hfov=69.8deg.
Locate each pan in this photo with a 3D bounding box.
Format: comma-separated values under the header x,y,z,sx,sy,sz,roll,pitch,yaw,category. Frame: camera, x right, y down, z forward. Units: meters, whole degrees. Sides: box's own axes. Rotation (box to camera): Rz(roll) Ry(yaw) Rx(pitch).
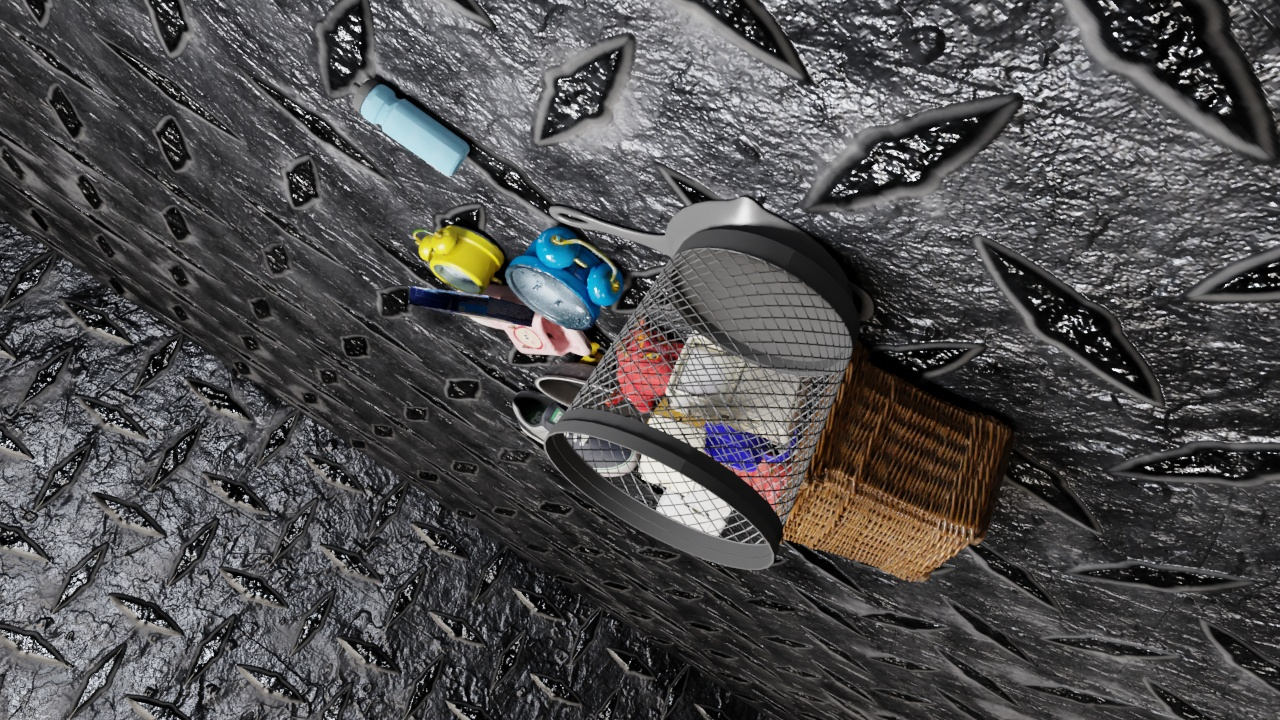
x,y,z,sx,sy,sz,roll,pitch,yaw,category
0.054,-0.097,0.901,0.355,0.024,0.217,21,156,23,pan
0.021,0.086,1.291,0.356,0.055,0.188,21,164,-11,pan

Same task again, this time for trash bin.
x,y,z,sx,sy,sz,roll,pitch,yaw,category
0.065,0.031,0.820,0.218,0.226,0.218,25,157,11,trash bin

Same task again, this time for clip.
x,y,z,sx,sy,sz,roll,pitch,yaw,category
-0.061,0.001,1.243,0.049,0.044,0.054,56,155,2,clip

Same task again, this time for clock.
x,y,z,sx,sy,sz,roll,pitch,yaw,category
-0.225,-0.130,1.128,0.118,0.057,0.083,35,159,-27,clock
-0.082,-0.093,1.032,0.117,0.060,0.162,39,155,-18,clock

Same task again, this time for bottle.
x,y,z,sx,sy,sz,roll,pitch,yaw,category
-0.238,-0.241,0.937,0.130,0.040,0.040,35,157,-10,bottle

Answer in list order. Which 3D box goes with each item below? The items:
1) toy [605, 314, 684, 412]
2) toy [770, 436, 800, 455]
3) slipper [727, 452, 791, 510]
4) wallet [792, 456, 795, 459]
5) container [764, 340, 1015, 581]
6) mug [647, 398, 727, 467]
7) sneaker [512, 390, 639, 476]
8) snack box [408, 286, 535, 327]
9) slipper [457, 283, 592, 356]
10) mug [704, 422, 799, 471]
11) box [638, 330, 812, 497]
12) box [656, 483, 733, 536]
x,y,z,sx,sy,sz,roll,pitch,yaw,category
-0.007,0.007,1.113,0.094,0.087,0.133,37,136,-15,toy
0.185,0.107,1.145,0.112,0.030,0.049,18,167,48,toy
0.177,0.175,1.184,0.249,0.059,0.104,17,122,31,slipper
0.243,0.138,1.170,0.087,0.013,0.121,30,156,1,wallet
0.253,0.125,0.952,0.183,0.162,0.250,22,158,10,container
0.060,0.097,1.181,0.094,0.100,0.124,39,119,-16,mug
-0.110,0.113,1.469,0.235,0.084,0.079,23,157,27,sneaker
-0.211,-0.068,1.149,0.150,0.027,0.082,10,180,38,snack box
-0.160,-0.054,1.216,0.222,0.055,0.107,17,152,31,slipper
0.136,0.081,1.094,0.111,0.083,0.079,18,155,28,mug
0.088,0.051,0.954,0.143,0.186,0.070,15,153,19,box
0.101,0.202,1.425,0.109,0.137,0.120,28,-160,3,box
